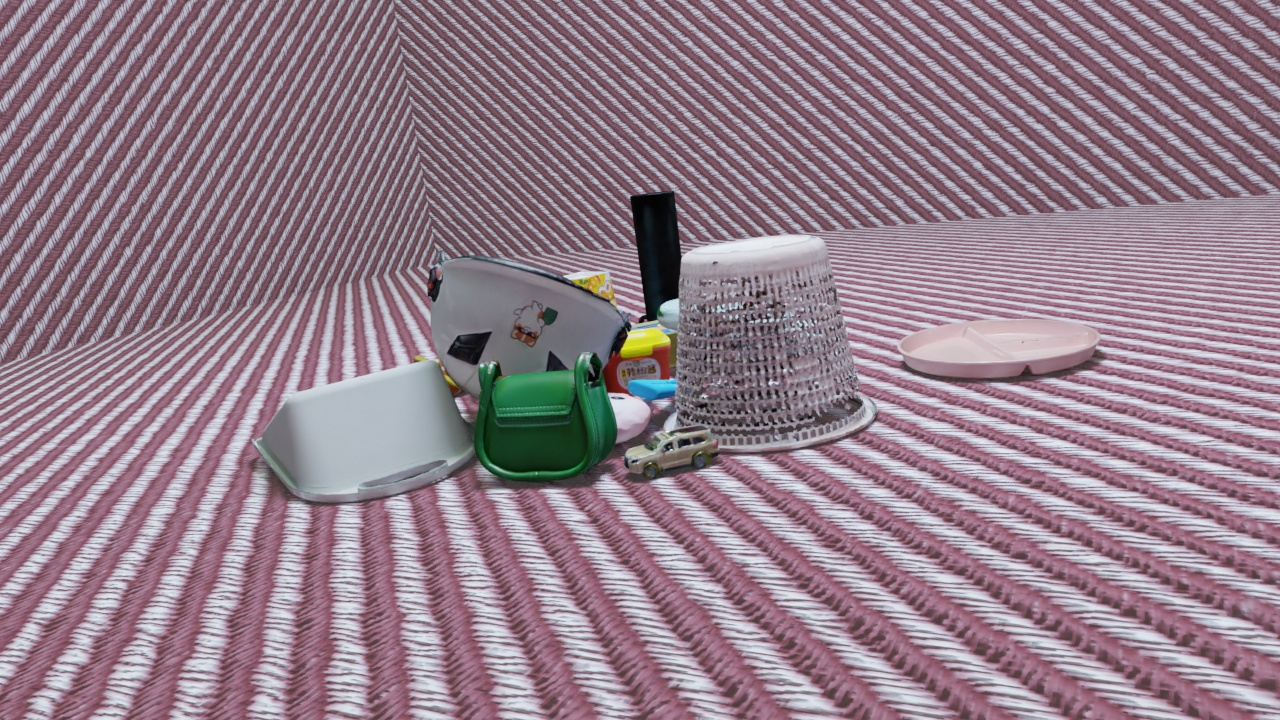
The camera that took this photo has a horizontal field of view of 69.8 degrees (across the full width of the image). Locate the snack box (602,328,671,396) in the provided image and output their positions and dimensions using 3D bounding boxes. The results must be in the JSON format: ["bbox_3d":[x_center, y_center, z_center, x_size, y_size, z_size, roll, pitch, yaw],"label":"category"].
[{"bbox_3d":[-0.007,0.007,1.153,0.091,0.080,0.082,-9,13,-6],"label":"snack box"}]

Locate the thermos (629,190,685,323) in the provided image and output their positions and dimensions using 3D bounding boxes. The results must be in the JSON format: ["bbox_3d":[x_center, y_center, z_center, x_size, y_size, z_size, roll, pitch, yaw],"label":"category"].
[{"bbox_3d":[0.023,-0.134,1.408,0.090,0.242,0.068,4,16,39],"label":"thermos"}]

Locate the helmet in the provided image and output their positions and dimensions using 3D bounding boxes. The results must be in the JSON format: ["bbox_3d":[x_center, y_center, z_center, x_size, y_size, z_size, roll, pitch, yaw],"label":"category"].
[{"bbox_3d":[-0.139,-0.020,1.038,0.230,0.157,0.274,17,-1,-11],"label":"helmet"}]

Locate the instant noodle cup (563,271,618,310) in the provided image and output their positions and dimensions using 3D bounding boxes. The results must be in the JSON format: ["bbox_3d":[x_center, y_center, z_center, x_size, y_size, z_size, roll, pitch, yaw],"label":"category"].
[{"bbox_3d":[-0.093,-0.081,1.516,0.116,0.124,0.116,-18,17,-42],"label":"instant noodle cup"}]

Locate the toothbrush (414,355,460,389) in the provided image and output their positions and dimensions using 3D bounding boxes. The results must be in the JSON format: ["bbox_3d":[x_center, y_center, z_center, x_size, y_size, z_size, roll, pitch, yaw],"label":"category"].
[{"bbox_3d":[-0.229,0.031,1.193,0.190,0.017,0.015,22,28,30],"label":"toothbrush"}]

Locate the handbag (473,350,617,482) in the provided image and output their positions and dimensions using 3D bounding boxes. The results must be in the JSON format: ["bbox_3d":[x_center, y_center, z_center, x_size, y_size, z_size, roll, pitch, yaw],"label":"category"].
[{"bbox_3d":[-0.095,0.054,0.889,0.131,0.120,0.067,-6,6,18],"label":"handbag"}]

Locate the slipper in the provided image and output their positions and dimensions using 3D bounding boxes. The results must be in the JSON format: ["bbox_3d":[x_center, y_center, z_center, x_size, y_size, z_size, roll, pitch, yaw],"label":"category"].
[{"bbox_3d":[0.140,-0.034,1.261,0.245,0.074,0.104,8,18,-11],"label":"slipper"}]

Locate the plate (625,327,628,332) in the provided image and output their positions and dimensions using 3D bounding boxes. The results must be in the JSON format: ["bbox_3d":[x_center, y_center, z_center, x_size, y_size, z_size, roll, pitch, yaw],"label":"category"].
[{"bbox_3d":[-0.099,-0.019,1.318,0.179,0.024,0.179,-25,21,10],"label":"plate"}]

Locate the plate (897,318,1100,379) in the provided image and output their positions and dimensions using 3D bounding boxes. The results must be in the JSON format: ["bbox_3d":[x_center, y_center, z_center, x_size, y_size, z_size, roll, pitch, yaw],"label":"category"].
[{"bbox_3d":[0.432,-0.015,1.116,0.229,0.028,0.229,-7,13,1],"label":"plate"}]

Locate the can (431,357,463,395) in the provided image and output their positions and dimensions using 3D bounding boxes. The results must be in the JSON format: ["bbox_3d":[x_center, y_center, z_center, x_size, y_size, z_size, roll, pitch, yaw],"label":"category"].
[{"bbox_3d":[-0.298,0.032,1.268,0.058,0.058,0.147,3,16,39],"label":"can"}]

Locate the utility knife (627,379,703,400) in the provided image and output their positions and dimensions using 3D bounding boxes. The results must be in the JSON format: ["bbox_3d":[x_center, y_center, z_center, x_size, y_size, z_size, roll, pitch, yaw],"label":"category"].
[{"bbox_3d":[0.038,0.031,1.079,0.034,0.018,0.216,19,7,19],"label":"utility knife"}]

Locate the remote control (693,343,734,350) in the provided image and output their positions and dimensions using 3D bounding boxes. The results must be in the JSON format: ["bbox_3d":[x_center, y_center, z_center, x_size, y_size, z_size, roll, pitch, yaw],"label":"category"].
[{"bbox_3d":[0.119,-0.029,1.384,0.136,0.024,0.053,-9,10,-16],"label":"remote control"}]

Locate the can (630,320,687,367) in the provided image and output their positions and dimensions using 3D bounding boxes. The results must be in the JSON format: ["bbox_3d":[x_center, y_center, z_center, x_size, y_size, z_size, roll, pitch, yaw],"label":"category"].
[{"bbox_3d":[0.010,-0.019,1.325,0.102,0.057,0.083,-11,15,-14],"label":"can"}]

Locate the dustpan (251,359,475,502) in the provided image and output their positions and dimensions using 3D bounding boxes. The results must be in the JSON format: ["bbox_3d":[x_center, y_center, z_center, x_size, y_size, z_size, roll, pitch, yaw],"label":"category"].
[{"bbox_3d":[-0.297,0.097,1.021,0.222,0.142,0.258,-15,-10,-27],"label":"dustpan"}]

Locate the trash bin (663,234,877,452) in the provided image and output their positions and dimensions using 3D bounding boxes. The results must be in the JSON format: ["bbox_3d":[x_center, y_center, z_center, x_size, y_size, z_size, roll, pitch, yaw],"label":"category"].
[{"bbox_3d":[0.126,-0.027,0.967,0.227,0.192,0.227,-7,12,1],"label":"trash bin"}]

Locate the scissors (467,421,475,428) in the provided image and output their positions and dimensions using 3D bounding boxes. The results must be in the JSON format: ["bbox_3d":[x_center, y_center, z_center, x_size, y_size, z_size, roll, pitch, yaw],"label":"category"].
[{"bbox_3d":[-0.224,0.078,1.104,0.202,0.015,0.204,-15,14,-30],"label":"scissors"}]

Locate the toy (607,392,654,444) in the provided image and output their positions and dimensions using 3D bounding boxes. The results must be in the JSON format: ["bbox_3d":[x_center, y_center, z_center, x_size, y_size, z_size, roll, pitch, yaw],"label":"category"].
[{"bbox_3d":[-0.044,0.062,0.996,0.121,0.054,0.159,-3,5,14],"label":"toy"}]

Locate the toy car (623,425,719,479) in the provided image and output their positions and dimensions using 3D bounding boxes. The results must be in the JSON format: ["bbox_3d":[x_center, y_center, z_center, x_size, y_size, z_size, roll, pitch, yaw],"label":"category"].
[{"bbox_3d":[0.027,0.086,0.868,0.090,0.035,0.042,-13,12,-15],"label":"toy car"}]
